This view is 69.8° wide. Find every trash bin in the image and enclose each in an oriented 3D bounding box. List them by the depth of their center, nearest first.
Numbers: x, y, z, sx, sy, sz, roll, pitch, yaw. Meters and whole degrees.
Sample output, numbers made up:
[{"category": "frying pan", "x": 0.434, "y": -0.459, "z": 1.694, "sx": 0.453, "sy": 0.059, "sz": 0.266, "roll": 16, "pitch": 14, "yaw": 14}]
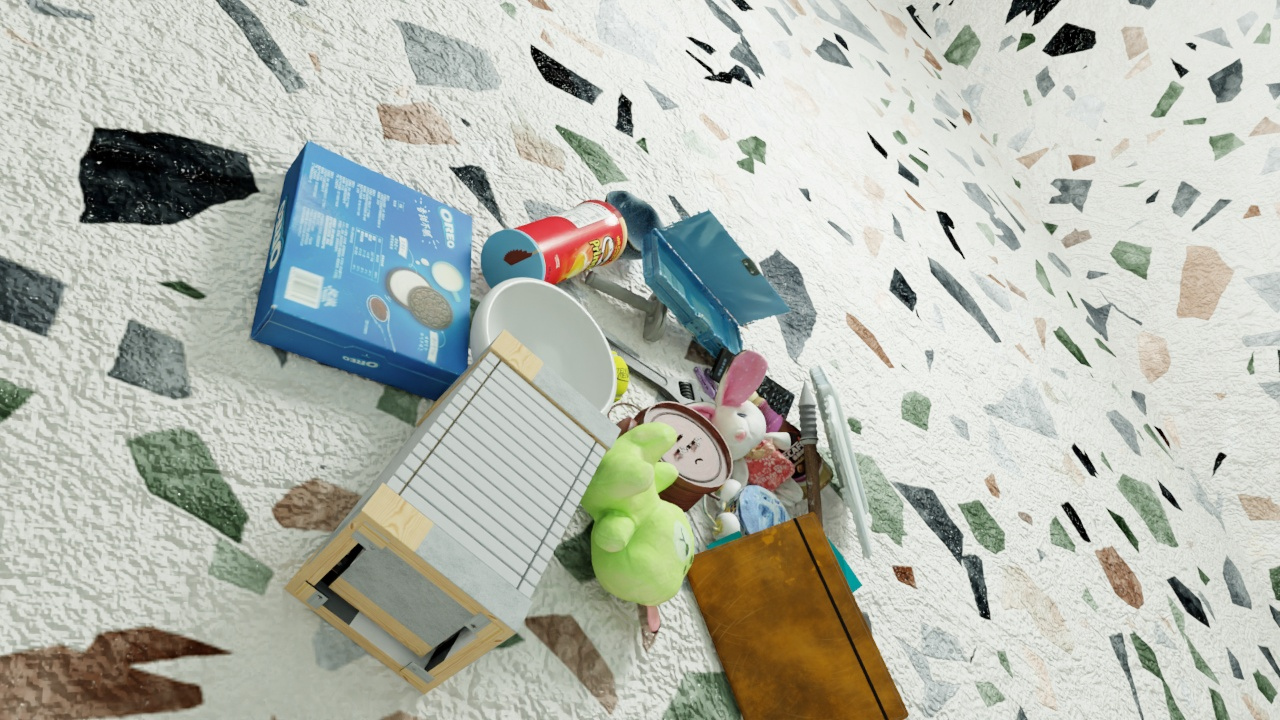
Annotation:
[{"category": "trash bin", "x": -0.149, "y": 0.122, "z": 0.787, "sx": 0.142, "sy": 0.143, "sz": 0.246, "roll": 41, "pitch": 37, "yaw": -10}]

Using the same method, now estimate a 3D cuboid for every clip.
[{"category": "clip", "x": 0.085, "y": 0.027, "z": 1.228, "sx": 0.043, "sy": 0.014, "sz": 0.051, "roll": 30, "pitch": 38, "yaw": -24}]

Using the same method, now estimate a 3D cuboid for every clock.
[{"category": "clock", "x": 0.026, "y": 0.103, "z": 1.035, "sx": 0.157, "sy": 0.072, "sz": 0.120, "roll": 48, "pitch": 35, "yaw": 14}, {"category": "clock", "x": 0.124, "y": 0.190, "z": 1.086, "sx": 0.125, "sy": 0.052, "sz": 0.088, "roll": 33, "pitch": 40, "yaw": -20}]

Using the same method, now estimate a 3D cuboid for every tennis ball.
[{"category": "tennis ball", "x": -0.045, "y": 0.020, "z": 1.052, "sx": 0.065, "sy": 0.066, "sz": 0.065, "roll": 27, "pitch": 42, "yaw": -27}]

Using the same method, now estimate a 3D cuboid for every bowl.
[{"category": "bowl", "x": -0.111, "y": 0.004, "z": 0.964, "sx": 0.176, "sy": 0.066, "sz": 0.176, "roll": 27, "pitch": 46, "yaw": -32}, {"category": "bowl", "x": -0.018, "y": -0.177, "z": 1.267, "sx": 0.110, "sy": 0.055, "sz": 0.110, "roll": 28, "pitch": 41, "yaw": -27}]

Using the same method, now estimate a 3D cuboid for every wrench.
[{"category": "wrench", "x": -0.007, "y": 0.007, "z": 1.147, "sx": 0.273, "sy": 0.018, "sz": 0.073, "roll": 33, "pitch": 40, "yaw": -18}]

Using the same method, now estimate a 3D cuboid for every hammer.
[{"category": "hammer", "x": 0.208, "y": 0.182, "z": 1.089, "sx": 0.155, "sy": 0.043, "sz": 0.322, "roll": 13, "pitch": 70, "yaw": -44}]

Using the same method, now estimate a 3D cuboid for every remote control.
[{"category": "remote control", "x": 0.152, "y": 0.036, "z": 1.262, "sx": 0.150, "sy": 0.022, "sz": 0.047, "roll": 32, "pitch": 75, "yaw": -31}]

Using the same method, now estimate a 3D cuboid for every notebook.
[{"category": "notebook", "x": 0.166, "y": 0.286, "z": 0.987, "sx": 0.178, "sy": 0.014, "sz": 0.249, "roll": -18, "pitch": 66, "yaw": -11}]

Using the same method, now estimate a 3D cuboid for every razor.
[{"category": "razor", "x": -0.019, "y": -0.084, "z": 1.199, "sx": 0.116, "sy": 0.047, "sz": 0.088, "roll": 25, "pitch": 42, "yaw": -17}]

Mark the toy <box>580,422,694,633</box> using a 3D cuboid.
[{"category": "toy", "x": -0.005, "y": 0.162, "z": 0.911, "sx": 0.107, "sy": 0.197, "sz": 0.149, "roll": 6, "pitch": 25, "yaw": 15}]

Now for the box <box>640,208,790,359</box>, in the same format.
[{"category": "box", "x": 0.107, "y": -0.089, "z": 1.214, "sx": 0.231, "sy": 0.112, "sz": 0.094, "roll": 44, "pitch": 32, "yaw": -40}]

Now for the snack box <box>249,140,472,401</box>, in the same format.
[{"category": "snack box", "x": -0.270, "y": -0.092, "z": 0.930, "sx": 0.195, "sy": 0.056, "sz": 0.238, "roll": 23, "pitch": 43, "yaw": -32}]

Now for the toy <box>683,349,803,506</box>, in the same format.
[{"category": "toy", "x": 0.129, "y": 0.102, "z": 1.136, "sx": 0.194, "sy": 0.159, "sz": 0.084, "roll": 54, "pitch": -5, "yaw": -11}]

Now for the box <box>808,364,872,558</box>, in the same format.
[{"category": "box", "x": 0.263, "y": 0.126, "z": 1.189, "sx": 0.191, "sy": 0.045, "sz": 0.209, "roll": -79, "pitch": 152, "yaw": -68}]

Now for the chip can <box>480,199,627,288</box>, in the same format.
[{"category": "chip can", "x": -0.098, "y": -0.135, "z": 1.102, "sx": 0.087, "sy": 0.087, "sz": 0.212, "roll": 51, "pitch": 30, "yaw": 2}]

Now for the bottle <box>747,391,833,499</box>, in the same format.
[{"category": "bottle", "x": 0.184, "y": 0.104, "z": 1.216, "sx": 0.166, "sy": 0.060, "sz": 0.059, "roll": 51, "pitch": 36, "yaw": 2}]
